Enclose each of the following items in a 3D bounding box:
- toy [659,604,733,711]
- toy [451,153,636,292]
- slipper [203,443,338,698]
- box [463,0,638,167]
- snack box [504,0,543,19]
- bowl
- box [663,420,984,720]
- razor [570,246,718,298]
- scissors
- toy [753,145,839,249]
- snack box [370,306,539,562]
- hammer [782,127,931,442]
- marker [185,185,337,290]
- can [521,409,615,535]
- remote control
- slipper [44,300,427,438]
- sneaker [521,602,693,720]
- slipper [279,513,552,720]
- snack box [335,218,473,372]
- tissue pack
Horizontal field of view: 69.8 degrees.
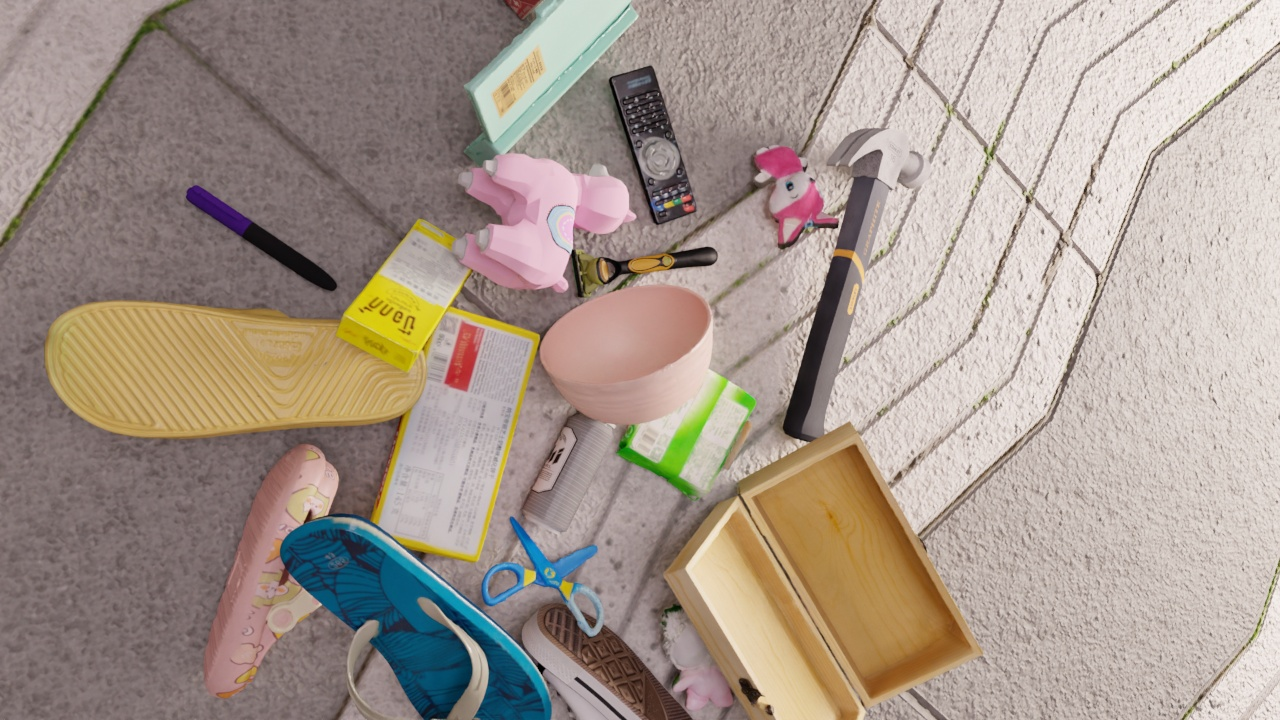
[{"bbox_3d":[0.060,0.267,0.841,0.095,0.041,0.109,-4,95,-19],"label":"toy"},{"bbox_3d":[-0.076,-0.119,0.779,0.157,0.067,0.123,9,80,-38],"label":"toy"},{"bbox_3d":[-0.270,0.165,0.708,0.081,0.093,0.197,23,81,-28],"label":"slipper"},{"bbox_3d":[-0.073,-0.249,0.765,0.055,0.138,0.186,42,76,-6],"label":"box"},{"bbox_3d":[-0.039,-0.337,0.707,0.044,0.273,0.076,46,74,-19],"label":"snack box"},{"bbox_3d":[-0.005,0.005,0.785,0.152,0.153,0.076,-28,123,-18],"label":"bowl"},{"bbox_3d":[0.162,0.223,0.838,0.251,0.119,0.247,-34,97,-28],"label":"box"},{"bbox_3d":[0.007,-0.089,0.848,0.144,0.021,0.044,-10,91,-21],"label":"razor"},{"bbox_3d":[-0.079,0.185,0.785,0.125,0.013,0.127,-23,72,-44],"label":"scissors"},{"bbox_3d":[0.148,-0.164,0.886,0.065,0.050,0.102,-26,91,-14],"label":"toy"},{"bbox_3d":[-0.156,0.061,0.773,0.092,0.042,0.200,17,82,-17],"label":"snack box"},{"bbox_3d":[0.200,-0.072,0.889,0.139,0.035,0.312,17,88,-46],"label":"hammer"},{"bbox_3d":[-0.304,-0.098,0.740,0.134,0.018,0.015,36,57,-14],"label":"marker"},{"bbox_3d":[-0.062,0.097,0.802,0.044,0.044,0.106,30,79,-16],"label":"can"},{"bbox_3d":[0.011,-0.199,0.853,0.045,0.021,0.140,-22,100,-18],"label":"remote control"},{"bbox_3d":[-0.300,0.009,0.705,0.263,0.078,0.099,1,88,-19],"label":"slipper"},{"bbox_3d":[-0.026,0.322,0.794,0.097,0.091,0.245,-41,98,10],"label":"sneaker"},{"bbox_3d":[-0.161,0.229,0.694,0.118,0.060,0.295,-25,120,13],"label":"slipper"},{"bbox_3d":[-0.180,-0.055,0.728,0.061,0.026,0.148,29,37,-9],"label":"snack box"},{"bbox_3d":[0.045,0.060,0.846,0.099,0.034,0.114,32,78,-12],"label":"tissue pack"}]
